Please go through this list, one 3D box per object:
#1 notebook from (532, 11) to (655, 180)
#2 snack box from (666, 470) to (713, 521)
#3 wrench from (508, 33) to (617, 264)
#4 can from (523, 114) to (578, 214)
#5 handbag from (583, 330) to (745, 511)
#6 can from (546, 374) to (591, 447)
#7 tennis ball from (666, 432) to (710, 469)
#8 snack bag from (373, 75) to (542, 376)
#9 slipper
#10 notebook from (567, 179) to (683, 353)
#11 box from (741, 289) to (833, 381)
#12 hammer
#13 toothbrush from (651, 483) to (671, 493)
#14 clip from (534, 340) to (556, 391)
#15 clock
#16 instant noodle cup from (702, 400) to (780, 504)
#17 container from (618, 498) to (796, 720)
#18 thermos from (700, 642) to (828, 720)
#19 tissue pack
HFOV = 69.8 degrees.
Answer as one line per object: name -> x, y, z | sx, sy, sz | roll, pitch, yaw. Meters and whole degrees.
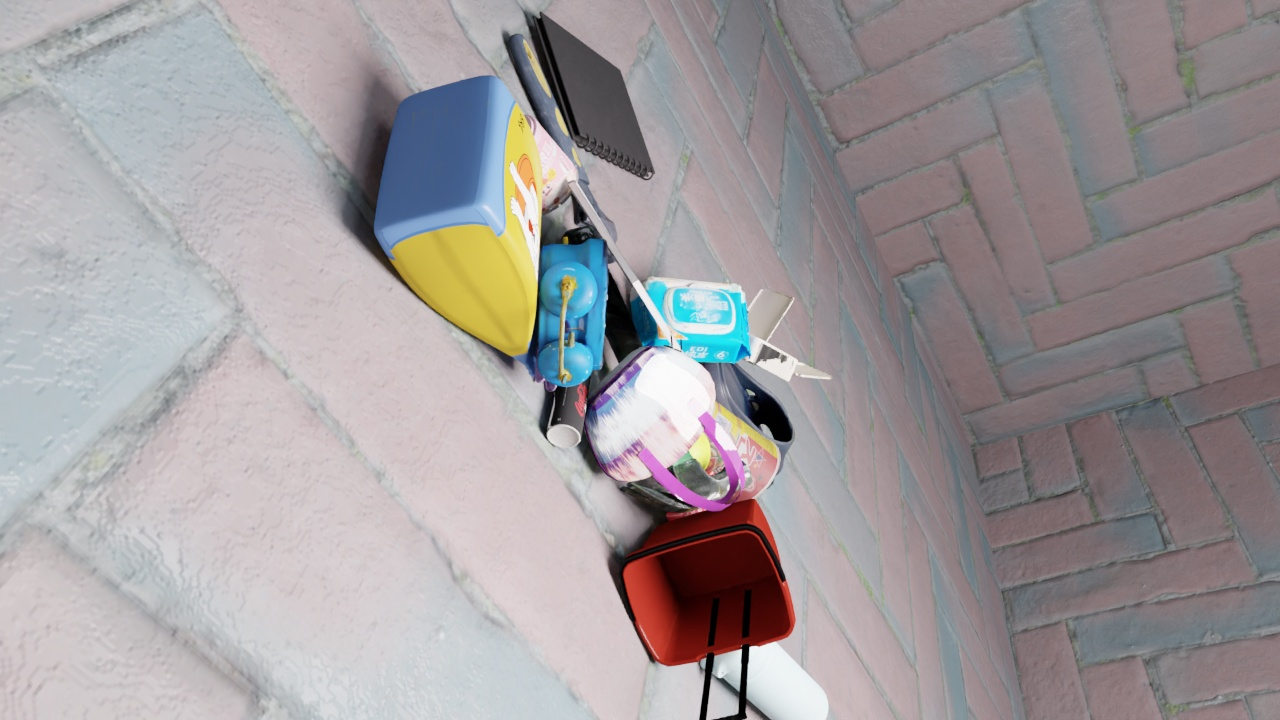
notebook -> -0.052, -0.327, 1.171 | 0.231, 0.019, 0.169 | 1, 70, -67
snack box -> 0.074, 0.198, 0.990 | 0.089, 0.021, 0.133 | -43, 119, -52
wrench -> -0.084, -0.236, 1.036 | 0.273, 0.022, 0.073 | 66, 23, -8
can -> -0.108, -0.190, 0.892 | 0.076, 0.067, 0.067 | 45, 34, -45
handbag -> 0.033, 0.073, 0.881 | 0.170, 0.144, 0.068 | 47, -11, -8
can -> -0.065, 0.041, 0.844 | 0.031, 0.032, 0.080 | 52, 29, -34
tennis ball -> 0.042, 0.098, 0.986 | 0.065, 0.065, 0.065 | 46, 33, -42
snack bag -> -0.124, -0.104, 0.767 | 0.205, 0.102, 0.158 | 63, 20, -51
slipper -> 0.151, 0.072, 1.192 | 0.268, 0.083, 0.110 | 57, 22, -50
notebook -> -0.004, -0.077, 0.933 | 0.142, 0.009, 0.210 | 59, 2, 31
box -> 0.158, -0.039, 1.190 | 0.186, 0.145, 0.101 | 4, 107, -42
hammer -> -0.006, 0.006, 0.946 | 0.130, 0.032, 0.318 | -19, 78, -26
toothbrush -> 0.069, 0.170, 1.037 | 0.222, 0.027, 0.026 | 33, 66, -52
clip -> -0.087, 0.005, 0.851 | 0.036, 0.013, 0.052 | 46, 30, -44
clock -> -0.059, -0.044, 0.797 | 0.161, 0.060, 0.117 | -97, -169, -67
instant noodle cup -> 0.090, 0.100, 1.066 | 0.112, 0.101, 0.100 | 45, 33, -29
container -> 0.062, 0.217, 0.835 | 0.200, 0.148, 0.127 | -52, 122, -73
thermos -> 0.135, 0.339, 0.993 | 0.077, 0.065, 0.207 | -52, 129, -16
tissue pack -> 0.062, -0.048, 1.077 | 0.062, 0.144, 0.092 | 115, -26, -56
